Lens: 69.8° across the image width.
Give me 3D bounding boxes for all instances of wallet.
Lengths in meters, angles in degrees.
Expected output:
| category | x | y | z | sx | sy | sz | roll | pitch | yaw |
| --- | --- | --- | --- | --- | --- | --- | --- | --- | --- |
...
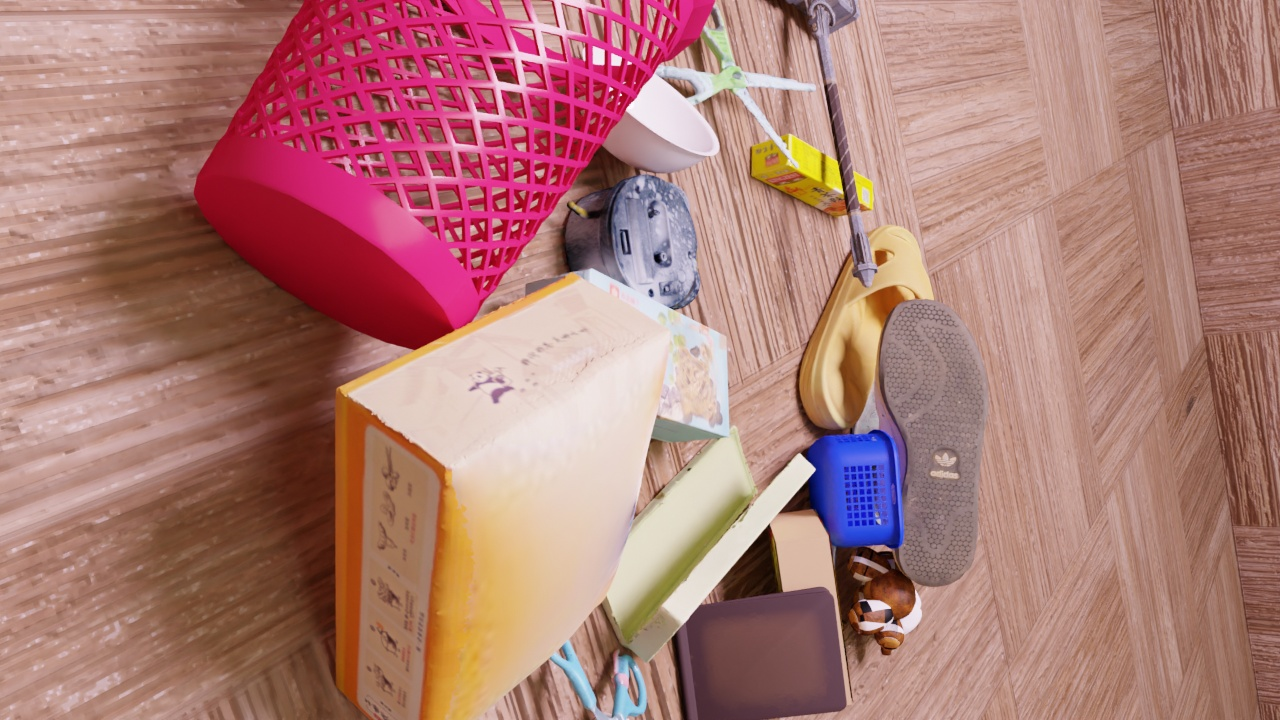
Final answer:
| category | x | y | z | sx | sy | sz | roll | pitch | yaw |
| --- | --- | --- | --- | --- | --- | --- | --- | --- | --- |
| wallet | 0.084 | 0.213 | 0.654 | 0.018 | 0.115 | 0.091 | -110 | -167 | -88 |

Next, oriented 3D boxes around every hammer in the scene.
| category | x | y | z | sx | sy | sz | roll | pitch | yaw |
| --- | --- | --- | --- | --- | --- | --- | --- | --- | --- |
| hammer | 0.167 | -0.214 | 0.788 | 0.098 | 0.044 | 0.321 | 13 | 65 | -48 |

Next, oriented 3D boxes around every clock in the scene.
| category | x | y | z | sx | sy | sz | roll | pitch | yaw |
| --- | --- | --- | --- | --- | --- | --- | --- | --- | --- |
| clock | 0.004 | -0.078 | 0.623 | 0.129 | 0.052 | 0.090 | -9 | 92 | -48 |

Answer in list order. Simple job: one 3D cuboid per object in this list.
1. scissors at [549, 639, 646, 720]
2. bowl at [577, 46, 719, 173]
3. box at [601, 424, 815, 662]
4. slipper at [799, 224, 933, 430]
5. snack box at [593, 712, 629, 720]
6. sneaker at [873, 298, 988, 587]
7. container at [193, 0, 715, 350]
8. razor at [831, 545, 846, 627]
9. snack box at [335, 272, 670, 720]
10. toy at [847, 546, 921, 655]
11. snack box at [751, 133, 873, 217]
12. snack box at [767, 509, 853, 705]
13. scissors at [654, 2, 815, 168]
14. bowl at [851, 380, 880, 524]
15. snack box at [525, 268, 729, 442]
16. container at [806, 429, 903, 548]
| category | x | y | z | sx | sy | sz | roll | pitch | yaw |
| --- | --- | --- | --- | --- | --- | --- | --- | --- | --- |
| scissors | -0.027 | 0.199 | 0.544 | 0.125 | 0.015 | 0.136 | 50 | 9 | -10 |
| bowl | -0.004 | -0.159 | 0.615 | 0.110 | 0.041 | 0.109 | 29 | 31 | -20 |
| box | 0.048 | 0.129 | 0.652 | 0.187 | 0.089 | 0.078 | -40 | 146 | -45 |
| slipper | 0.229 | -0.040 | 0.859 | 0.099 | 0.079 | 0.262 | 57 | 50 | -27 |
| snack box | -0.052 | 0.281 | 0.535 | 0.149 | 0.026 | 0.082 | -20 | 100 | -48 |
| sneaker | 0.250 | 0.069 | 0.806 | 0.102 | 0.089 | 0.241 | 11 | 79 | -81 |
| container | -0.091 | -0.131 | 0.442 | 0.183 | 0.184 | 0.225 | 44 | 62 | -37 |
| razor | 0.166 | 0.178 | 0.803 | 0.042 | 0.026 | 0.105 | 37 | 55 | -38 |
| snack box | -0.062 | 0.077 | 0.437 | 0.144 | 0.081 | 0.196 | -33 | 146 | -46 |
| toy | 0.218 | 0.218 | 0.823 | 0.113 | 0.067 | 0.087 | 74 | 19 | -59 |
| snack box | 0.156 | -0.161 | 0.816 | 0.147 | 0.040 | 0.029 | 11 | 77 | -48 |
| snack box | 0.129 | 0.188 | 0.709 | 0.088 | 0.040 | 0.126 | -43 | 125 | -85 |
| scissors | 0.069 | -0.216 | 0.714 | 0.168 | 0.023 | 0.171 | -38 | 94 | -39 |
| bowl | 0.264 | 0.090 | 0.912 | 0.157 | 0.039 | 0.157 | 8 | 80 | -48 |
| snack box | -0.003 | 0.003 | 0.585 | 0.174 | 0.053 | 0.075 | 22 | 63 | -55 |
| container | 0.174 | 0.107 | 0.760 | 0.114 | 0.058 | 0.096 | 45 | 42 | -86 |
